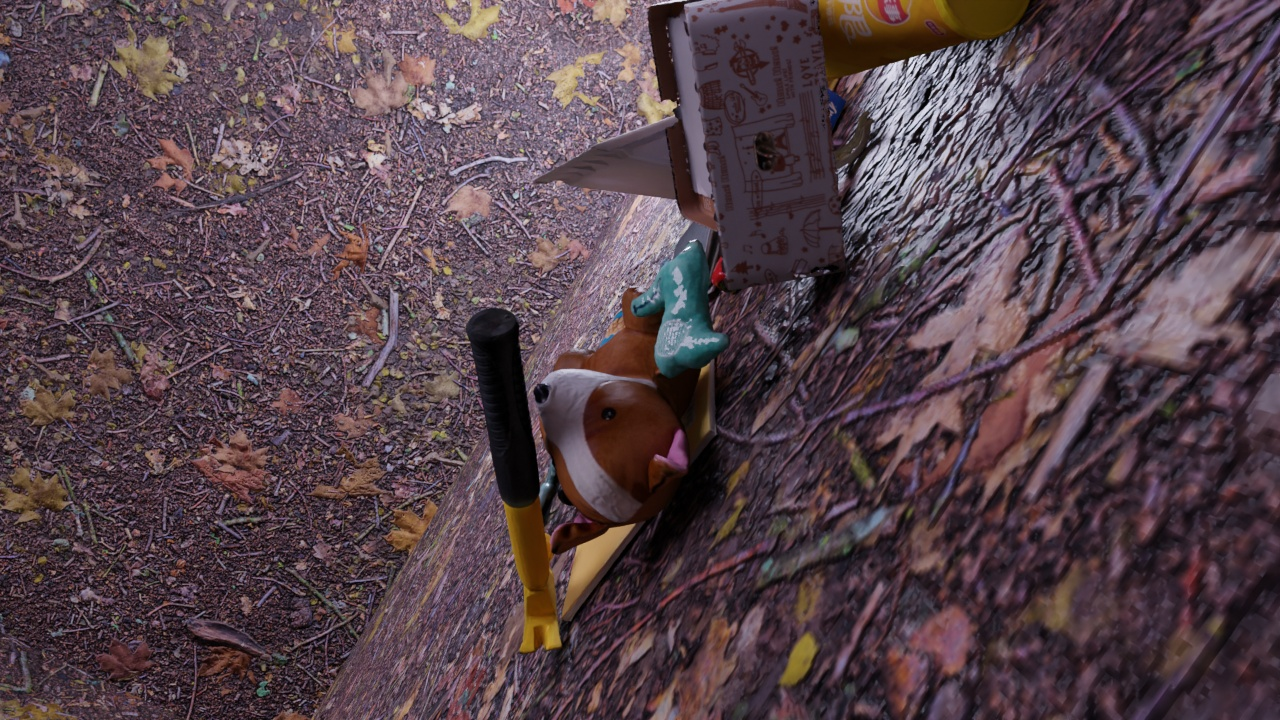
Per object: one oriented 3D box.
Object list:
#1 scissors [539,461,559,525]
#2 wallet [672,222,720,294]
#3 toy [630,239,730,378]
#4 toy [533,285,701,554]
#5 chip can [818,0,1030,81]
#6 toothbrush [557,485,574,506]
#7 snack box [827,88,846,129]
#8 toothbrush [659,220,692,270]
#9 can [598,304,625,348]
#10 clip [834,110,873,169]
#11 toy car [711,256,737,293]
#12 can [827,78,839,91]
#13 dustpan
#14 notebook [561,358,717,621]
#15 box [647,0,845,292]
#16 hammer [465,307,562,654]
[{"bbox_3d":[-0.106,0.165,0.984,0.129,0.019,0.186,-72,0,-46],"label":"scissors"},{"bbox_3d":[0.059,-0.097,0.926,0.130,0.037,0.106,141,146,-69],"label":"wallet"},{"bbox_3d":[0.025,-0.032,0.594,0.097,0.030,0.091,-27,54,48],"label":"toy"},{"bbox_3d":[-0.016,0.036,0.638,0.140,0.130,0.199,-45,26,33],"label":"toy"},{"bbox_3d":[0.154,-0.230,0.609,0.072,0.072,0.213,-60,24,-5],"label":"chip can"},{"bbox_3d":[-0.052,0.077,1.004,0.027,0.026,0.212,-39,19,32],"label":"toothbrush"},{"bbox_3d":[0.132,-0.187,0.863,0.084,0.026,0.157,-62,10,-13],"label":"snack box"},{"bbox_3d":[0.085,-0.200,1.136,0.027,0.026,0.221,36,97,38],"label":"toothbrush"},{"bbox_3d":[-0.005,0.005,0.839,0.075,0.075,0.110,-44,17,57],"label":"can"},{"bbox_3d":[0.147,-0.155,0.700,0.035,0.096,0.101,-81,-18,-63],"label":"clip"},{"bbox_3d":[0.093,-0.095,0.779,0.049,0.031,0.106,-65,13,-23],"label":"toy car"},{"bbox_3d":[0.154,-0.271,0.920,0.102,0.057,0.083,-62,8,-20],"label":"can"},{"bbox_3d":[0.036,-0.265,1.035,0.223,0.257,0.142,-176,92,-67],"label":"dustpan"},{"bbox_3d":[0.000,0.095,0.735,0.207,0.010,0.145,-55,10,23],"label":"notebook"},{"bbox_3d":[0.066,-0.170,0.657,0.260,0.103,0.179,-88,-12,-69],"label":"box"},{"bbox_3d":[-0.084,0.092,0.642,0.128,0.033,0.301,-104,8,-50],"label":"hammer"}]
